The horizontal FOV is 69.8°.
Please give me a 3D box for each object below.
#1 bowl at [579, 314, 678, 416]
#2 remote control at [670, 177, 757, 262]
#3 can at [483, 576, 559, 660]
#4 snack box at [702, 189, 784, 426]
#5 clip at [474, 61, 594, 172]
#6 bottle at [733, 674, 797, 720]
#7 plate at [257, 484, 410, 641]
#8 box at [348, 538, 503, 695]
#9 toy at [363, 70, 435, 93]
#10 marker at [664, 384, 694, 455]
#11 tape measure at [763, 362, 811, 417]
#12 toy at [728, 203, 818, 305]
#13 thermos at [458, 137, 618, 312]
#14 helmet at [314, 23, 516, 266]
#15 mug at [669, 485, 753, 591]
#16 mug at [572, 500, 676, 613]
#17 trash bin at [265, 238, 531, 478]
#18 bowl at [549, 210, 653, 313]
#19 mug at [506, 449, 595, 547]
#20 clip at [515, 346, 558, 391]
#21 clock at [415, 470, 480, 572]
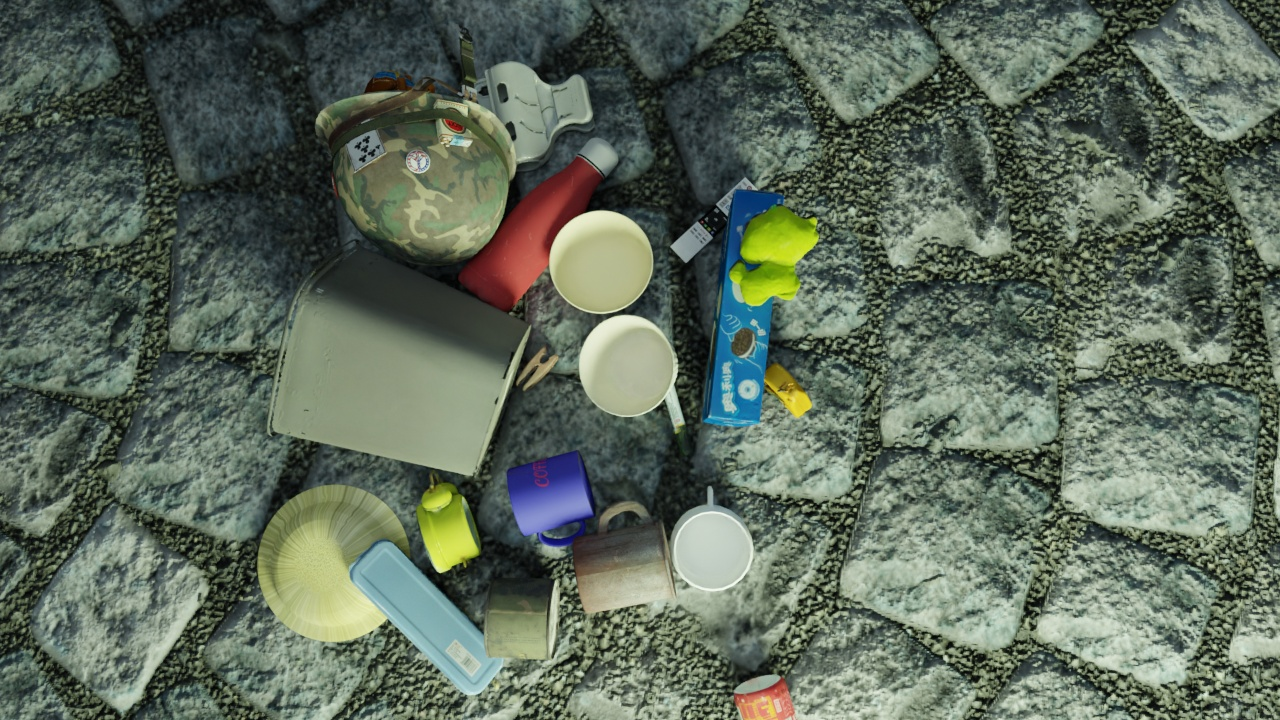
[{"bbox_3d":[-0.006,0.006,1.061,0.115,0.062,0.115,0,90,20],"label":"bowl"},{"bbox_3d":[0.091,-0.169,1.107,0.124,0.012,0.028,-43,85,-2],"label":"remote control"},{"bbox_3d":[-0.134,0.292,1.039,0.074,0.090,0.090,1,85,2],"label":"can"},{"bbox_3d":[0.108,-0.048,1.005,0.056,0.195,0.238,7,86,3],"label":"snack box"},{"bbox_3d":[-0.129,-0.296,1.097,0.151,0.089,0.125,-12,88,11],"label":"clip"},{"bbox_3d":[0.153,0.431,1.033,0.062,0.062,0.137,-18,86,0],"label":"bottle"},{"bbox_3d":[-0.367,0.240,1.078,0.184,0.036,0.184,0,85,2],"label":"plate"},{"bbox_3d":[-0.248,0.296,1.062,0.210,0.052,0.066,48,59,-7],"label":"box"},{"bbox_3d":[-0.296,-0.300,1.121,0.090,0.070,0.103,21,109,-9],"label":"toy"},{"bbox_3d":[0.036,0.042,1.090,0.017,0.017,0.146,-16,86,0],"label":"marker"},{"bbox_3d":[0.165,0.032,1.062,0.030,0.068,0.059,-43,60,-1],"label":"tape measure"},{"bbox_3d":[0.130,-0.103,0.894,0.094,0.036,0.093,-13,91,5],"label":"toy"},{"bbox_3d":[-0.114,-0.164,1.083,0.073,0.073,0.240,39,87,4],"label":"thermos"},{"bbox_3d":[-0.247,-0.229,1.023,0.224,0.193,0.235,32,52,-33],"label":"helmet"},{"bbox_3d":[0.080,0.202,1.050,0.094,0.068,0.115,-1,85,2],"label":"mug"},{"bbox_3d":[-0.021,0.219,1.037,0.110,0.096,0.123,-12,99,-3],"label":"mug"},{"bbox_3d":[-0.254,0.006,1.008,0.220,0.197,0.198,19,113,-4],"label":"trash bin"},{"bbox_3d":[-0.044,-0.109,1.076,0.118,0.074,0.118,0,85,2],"label":"bowl"},{"bbox_3d":[-0.098,0.166,1.061,0.083,0.079,0.111,-15,113,1],"label":"mug"},{"bbox_3d":[-0.121,0.012,1.096,0.049,0.026,0.061,7,78,-2],"label":"clip"},{"bbox_3d":[-0.226,0.184,1.055,0.057,0.083,0.119,-19,88,-5],"label":"clock"}]
